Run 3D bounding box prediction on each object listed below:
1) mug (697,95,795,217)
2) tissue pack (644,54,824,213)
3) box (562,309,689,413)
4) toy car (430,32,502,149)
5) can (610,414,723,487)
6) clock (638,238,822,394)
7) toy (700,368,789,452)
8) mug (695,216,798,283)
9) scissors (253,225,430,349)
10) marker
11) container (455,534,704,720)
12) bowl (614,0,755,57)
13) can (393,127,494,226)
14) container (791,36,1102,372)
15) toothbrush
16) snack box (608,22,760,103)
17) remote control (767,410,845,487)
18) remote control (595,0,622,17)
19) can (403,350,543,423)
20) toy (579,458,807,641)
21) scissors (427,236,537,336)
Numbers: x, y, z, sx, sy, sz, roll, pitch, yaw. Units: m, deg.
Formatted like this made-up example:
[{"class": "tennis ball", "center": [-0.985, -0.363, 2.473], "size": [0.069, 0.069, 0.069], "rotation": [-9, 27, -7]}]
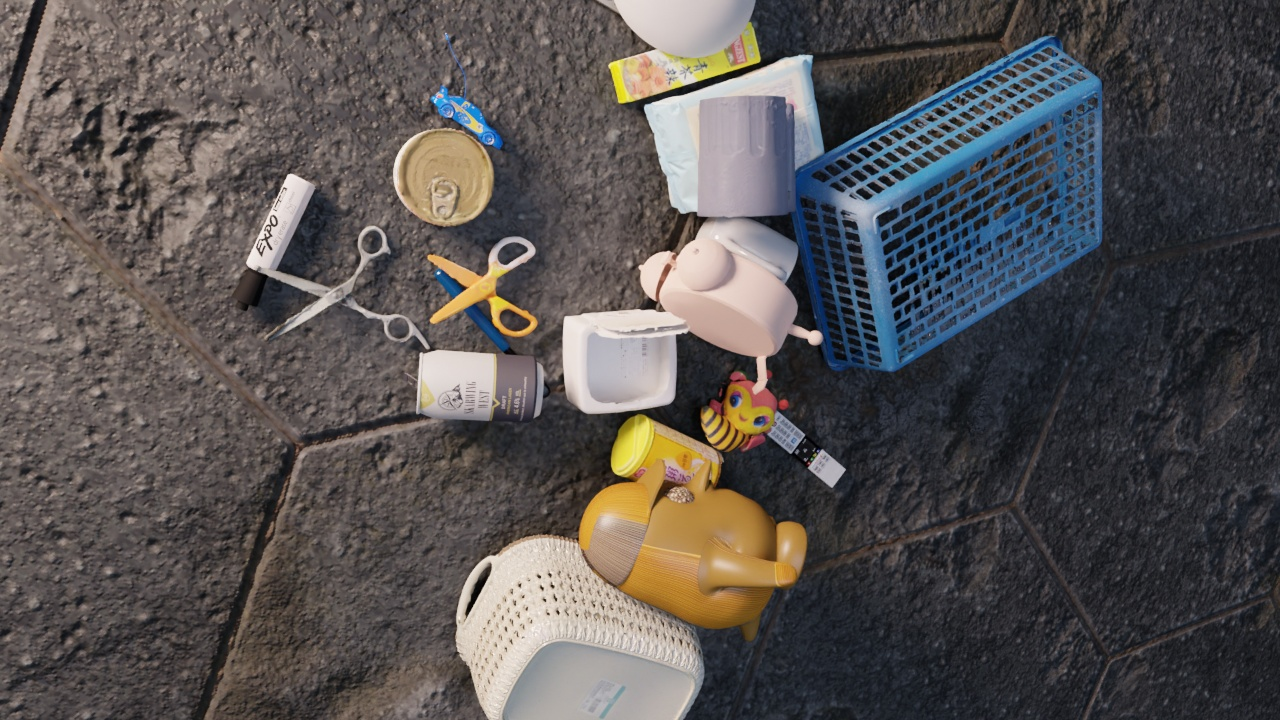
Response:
[{"class": "mug", "center": [0.106, -0.187, 0.848], "size": [0.123, 0.084, 0.104], "rotation": [-14, 107, -46]}, {"class": "tissue pack", "center": [0.102, -0.226, 0.914], "size": [0.181, 0.070, 0.112], "rotation": [-23, 109, -17]}, {"class": "box", "center": [-0.005, -0.005, 0.887], "size": [0.108, 0.137, 0.126], "rotation": [-6, 105, -22]}, {"class": "toy car", "center": [-0.152, -0.241, 0.829], "size": [0.092, 0.033, 0.062], "rotation": [31, 97, -24]}, {"class": "can", "center": [0.027, 0.105, 0.961], "size": [0.105, 0.068, 0.067], "rotation": [27, 91, -25]}, {"class": "clock", "center": [0.080, -0.049, 0.905], "size": [0.160, 0.131, 0.086], "rotation": [40, 72, -18]}, {"class": "toy", "center": [0.109, 0.058, 0.992], "size": [0.103, 0.046, 0.084], "rotation": [-31, 105, -22]}, {"class": "mug", "center": [0.106, -0.106, 0.922], "size": [0.089, 0.107, 0.071], "rotation": [27, 100, -16]}, {"class": "scissors", "center": [-0.262, -0.052, 0.832], "size": [0.173, 0.014, 0.141], "rotation": [41, 74, -31]}, {"class": "marker", "center": [-0.322, -0.102, 0.802], "size": [0.025, 0.025, 0.126], "rotation": [26, 92, -24]}, {"class": "container", "center": [-0.056, 0.295, 0.931], "size": [0.246, 0.142, 0.185], "rotation": [21, 107, -24]}, {"class": "bowl", "center": [0.047, -0.363, 0.855], "size": [0.149, 0.043, 0.149], "rotation": [1, 88, -18]}, {"class": "can", "center": [-0.179, -0.166, 0.832], "size": [0.086, 0.043, 0.086], "rotation": [-5, 103, -20]}, {"class": "container", "center": [0.347, -0.152, 0.979], "size": [0.361, 0.089, 0.257], "rotation": [-30, 125, -12]}, {"class": "toothbrush", "center": [-0.143, -0.025, 0.895], "size": [0.014, 0.014, 0.168], "rotation": [-42, 112, -8]}, {"class": "snack box", "center": [0.044, -0.291, 0.897], "size": [0.147, 0.029, 0.040], "rotation": [-22, 109, -15]}, {"class": "remote control", "center": [0.187, 0.102, 1.051], "size": [0.124, 0.012, 0.028], "rotation": [39, 87, -24]}, {"class": "remote control", "center": [-0.025, -0.347, 0.866], "size": [0.136, 0.013, 0.033], "rotation": [22, 93, -24]}, {"class": "can", "center": [-0.158, 0.025, 0.866], "size": [0.127, 0.064, 0.064], "rotation": [4, 101, -13]}, {"class": "toy", "center": [0.040, 0.174, 0.895], "size": [0.203, 0.199, 0.162], "rotation": [17, 83, -14]}, {"class": "scissors", "center": [-0.145, -0.075, 0.875], "size": [0.125, 0.011, 0.127], "rotation": [30, 79, -27]}]
